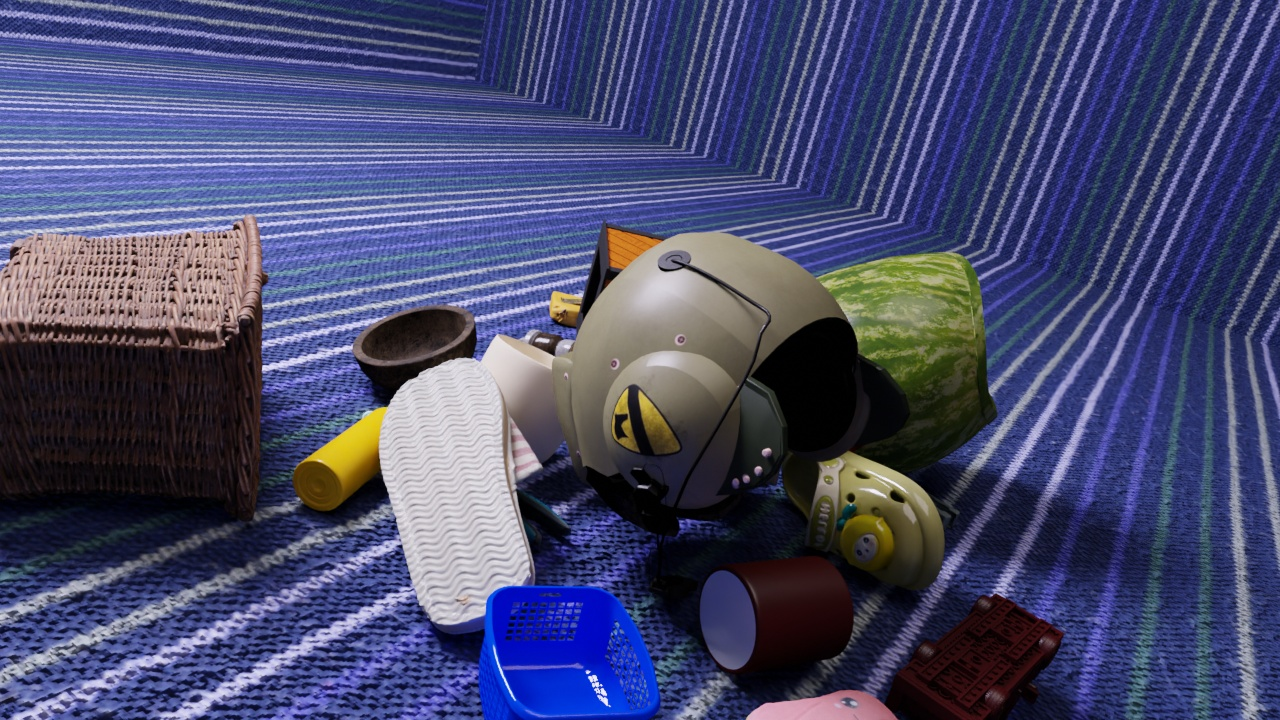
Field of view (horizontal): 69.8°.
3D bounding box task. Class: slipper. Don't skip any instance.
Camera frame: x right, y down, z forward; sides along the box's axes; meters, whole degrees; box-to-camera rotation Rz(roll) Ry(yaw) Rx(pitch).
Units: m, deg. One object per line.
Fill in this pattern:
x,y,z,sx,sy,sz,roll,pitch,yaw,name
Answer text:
-0.131,0.096,0.694,0.115,0.052,0.262,-21,41,-3,slipper
0.179,0.130,0.811,0.081,0.092,0.190,-3,24,-33,slipper

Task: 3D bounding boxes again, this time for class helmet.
0.232,0.011,0.955,0.248,0.213,0.242,-7,29,21,helmet
0.050,0.035,0.700,0.233,0.256,0.249,33,27,33,helmet

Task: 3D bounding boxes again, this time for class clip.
0.285,0.144,0.934,0.044,0.023,0.076,-5,30,-45,clip

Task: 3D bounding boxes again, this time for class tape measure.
-0.090,-0.067,1.217,0.059,0.030,0.068,9,22,-9,tape measure

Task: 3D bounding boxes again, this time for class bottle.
-0.225,0.072,0.752,0.043,0.043,0.143,18,21,8,bottle

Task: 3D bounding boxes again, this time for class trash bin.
0.024,-0.057,1.078,0.171,0.140,0.139,12,29,-10,trash bin

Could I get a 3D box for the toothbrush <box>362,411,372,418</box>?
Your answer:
-0.179,0.059,0.855,0.154,0.015,0.022,3,58,-26,toothbrush

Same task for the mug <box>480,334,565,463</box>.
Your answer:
-0.100,0.046,0.828,0.120,0.100,0.096,23,6,-46,mug

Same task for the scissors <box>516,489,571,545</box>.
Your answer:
-0.114,0.112,0.761,0.146,0.019,0.133,9,19,-9,scissors

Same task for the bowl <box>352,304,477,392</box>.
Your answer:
-0.219,-0.003,0.915,0.121,0.056,0.121,-7,30,4,bowl

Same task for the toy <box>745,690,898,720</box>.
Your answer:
0.114,0.234,0.549,0.090,0.051,0.109,31,26,34,toy

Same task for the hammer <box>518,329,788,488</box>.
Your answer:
-0.005,0.005,0.890,0.327,0.177,0.079,10,-7,24,hammer

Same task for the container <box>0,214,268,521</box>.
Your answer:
-0.384,-0.005,0.692,0.183,0.162,0.250,1,24,-23,container

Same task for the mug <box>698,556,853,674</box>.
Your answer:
0.086,0.178,0.662,0.082,0.073,0.106,2,-1,-30,mug

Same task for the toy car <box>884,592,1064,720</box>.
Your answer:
0.234,0.223,0.641,0.070,0.062,0.169,30,26,35,toy car

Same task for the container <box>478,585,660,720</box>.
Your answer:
-0.047,0.191,0.543,0.096,0.058,0.114,6,22,-21,container
